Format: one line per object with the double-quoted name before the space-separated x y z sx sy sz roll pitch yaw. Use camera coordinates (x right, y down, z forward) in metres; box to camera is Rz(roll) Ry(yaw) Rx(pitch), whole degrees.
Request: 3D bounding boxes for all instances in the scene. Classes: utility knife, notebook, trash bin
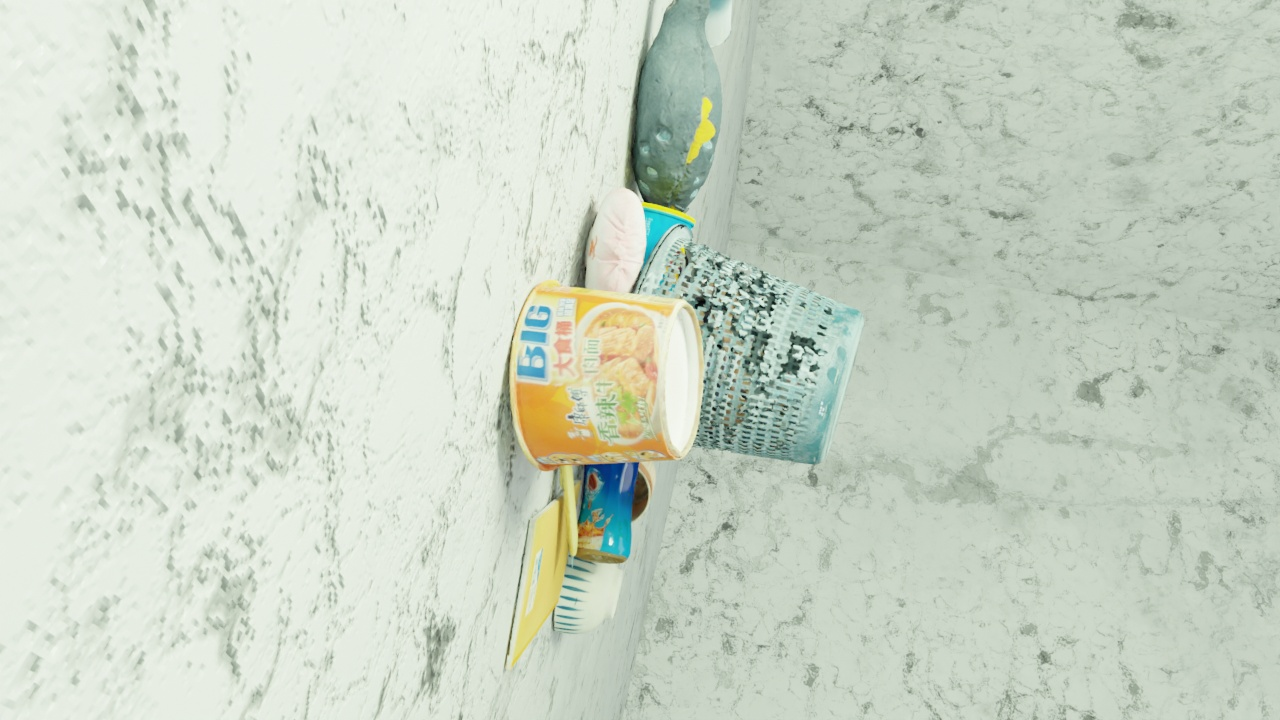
"utility knife" -0.071 0.136 0.920 0.030 0.018 0.163 -70 154 -67
"notebook" -0.095 0.209 0.935 0.206 0.010 0.146 -24 125 -82
"trash bin" 0.100 0.002 0.874 0.226 0.195 0.226 17 89 -76

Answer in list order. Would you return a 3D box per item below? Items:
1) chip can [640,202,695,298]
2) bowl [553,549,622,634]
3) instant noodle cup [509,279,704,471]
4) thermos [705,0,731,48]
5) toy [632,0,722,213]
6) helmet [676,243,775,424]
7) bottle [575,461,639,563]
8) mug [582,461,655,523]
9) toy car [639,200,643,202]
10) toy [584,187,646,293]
"chip can" -0.003 -0.055 0.965 0.071 0.071 0.210 5 100 -83
"bowl" -0.059 0.274 1.105 0.116 0.066 0.116 13 88 -83
"instant noodle cup" -0.019 0.013 0.702 0.151 0.111 0.151 2 89 -72
"thermos" 0.085 -0.482 1.136 0.221 0.070 0.070 81 21 -71
"toy" 0.039 -0.260 0.998 0.137 0.091 0.357 -91 -173 -50
"helmet" 0.056 -0.013 1.168 0.229 0.146 0.258 54 22 -23
"bottle" -0.033 0.121 1.059 0.065 0.065 0.218 84 12 -68
"mug" -0.032 0.167 1.154 0.114 0.081 0.105 -53 178 9
"toy car" -0.009 -0.120 1.035 0.056 0.037 0.123 -64 164 -61
"toy" -0.025 -0.099 0.861 0.159 0.054 0.121 -115 -144 -83
